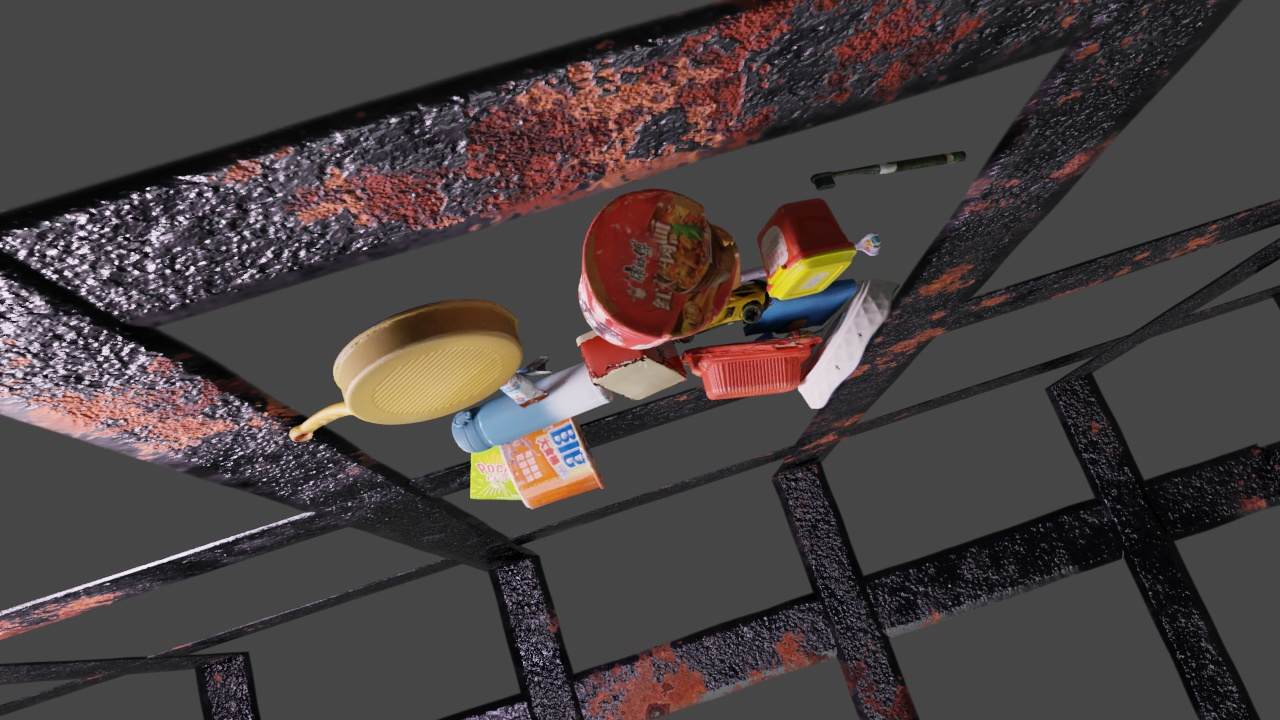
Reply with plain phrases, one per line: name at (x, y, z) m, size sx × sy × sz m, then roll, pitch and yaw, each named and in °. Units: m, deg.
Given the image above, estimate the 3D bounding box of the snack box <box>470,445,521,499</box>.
snack box at (-0.222, 0.167, 1.432) m, size 0.085 × 0.026 × 0.157 m, roll 4°, pitch 141°, yaw -9°

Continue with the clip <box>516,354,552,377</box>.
clip at (-0.132, 0.013, 1.160) m, size 0.057 × 0.028 × 0.024 m, roll -20°, pitch 162°, yaw 40°

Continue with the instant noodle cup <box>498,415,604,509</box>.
instant noodle cup at (-0.131, 0.136, 1.311) m, size 0.111 × 0.151 × 0.151 m, roll -24°, pitch 164°, yaw -2°

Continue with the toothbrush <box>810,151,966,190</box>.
toothbrush at (0.252, -0.191, 0.921) m, size 0.185 × 0.017 × 0.012 m, roll -13°, pitch 156°, yaw -20°

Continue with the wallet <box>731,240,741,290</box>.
wallet at (0.048, -0.084, 1.023) m, size 0.132 × 0.031 × 0.108 m, roll -19°, pitch 160°, yaw 2°

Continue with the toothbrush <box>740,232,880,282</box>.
toothbrush at (0.198, -0.119, 1.096) m, size 0.189 × 0.029 × 0.021 m, roll -15°, pitch -159°, yaw -9°

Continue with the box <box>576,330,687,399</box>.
box at (-0.007, 0.007, 1.175) m, size 0.091 × 0.078 × 0.168 m, roll -24°, pitch 163°, yaw 15°

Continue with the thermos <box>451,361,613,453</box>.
thermos at (-0.147, 0.064, 1.233) m, size 0.221 × 0.070 × 0.070 m, roll -22°, pitch 164°, yaw 11°

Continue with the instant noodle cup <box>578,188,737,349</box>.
instant noodle cup at (0.003, -0.073, 0.844) m, size 0.137 × 0.138 × 0.109 m, roll -14°, pitch 172°, yaw -17°

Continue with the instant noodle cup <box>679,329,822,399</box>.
instant noodle cup at (0.149, 0.009, 1.270) m, size 0.189 × 0.079 × 0.164 m, roll -5°, pitch 175°, yaw 0°

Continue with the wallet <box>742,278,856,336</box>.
wallet at (0.212, -0.071, 1.238) m, size 0.133 × 0.040 × 0.107 m, roll -8°, pitch 158°, yaw -23°

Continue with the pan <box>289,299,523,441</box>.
pan at (-0.282, 0.031, 1.014) m, size 0.358 × 0.078 × 0.197 m, roll -36°, pitch 155°, yaw 30°

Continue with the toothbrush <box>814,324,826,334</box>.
toothbrush at (0.227, -0.022, 1.423) m, size 0.191 × 0.016 × 0.018 m, roll -24°, pitch 176°, yaw -6°

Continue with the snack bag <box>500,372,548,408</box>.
snack bag at (-0.158, 0.032, 1.154) m, size 0.045 × 0.026 × 0.105 m, roll -26°, pitch 146°, yaw 15°

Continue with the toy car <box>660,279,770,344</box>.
toy car at (0.081, -0.057, 1.095) m, size 0.156 × 0.041 × 0.071 m, roll -20°, pitch -161°, yaw -5°

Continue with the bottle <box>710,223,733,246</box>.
bottle at (0.055, -0.086, 0.938) m, size 0.063 × 0.063 × 0.109 m, roll -3°, pitch 131°, yaw -44°

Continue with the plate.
plate at (0.278, -0.028, 1.257) m, size 0.205 × 0.045 × 0.205 m, roll -57°, pitch 178°, yaw -4°

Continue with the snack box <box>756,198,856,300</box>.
snack box at (0.166, -0.117, 0.957) m, size 0.082 × 0.080 × 0.091 m, roll -14°, pitch 163°, yaw -21°

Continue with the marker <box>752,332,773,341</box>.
marker at (0.149, -0.007, 1.412) m, size 0.016 × 0.017 × 0.146 m, roll -3°, pitch 158°, yaw -43°
